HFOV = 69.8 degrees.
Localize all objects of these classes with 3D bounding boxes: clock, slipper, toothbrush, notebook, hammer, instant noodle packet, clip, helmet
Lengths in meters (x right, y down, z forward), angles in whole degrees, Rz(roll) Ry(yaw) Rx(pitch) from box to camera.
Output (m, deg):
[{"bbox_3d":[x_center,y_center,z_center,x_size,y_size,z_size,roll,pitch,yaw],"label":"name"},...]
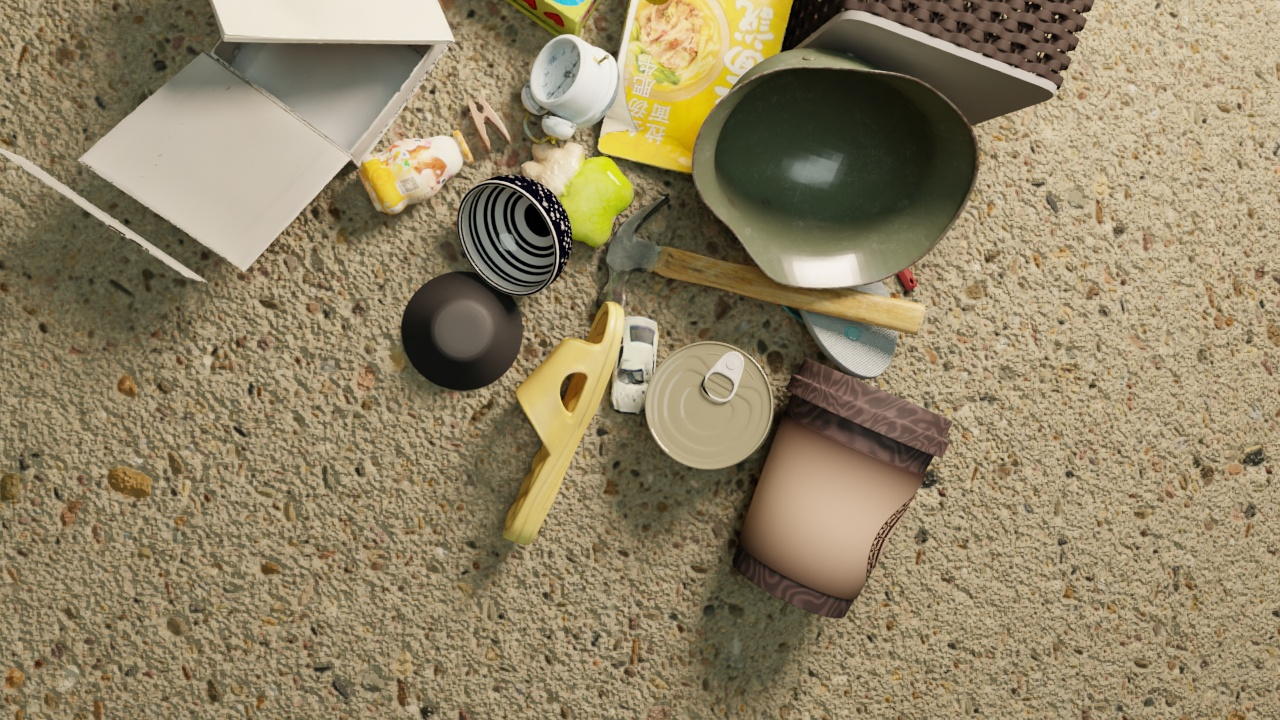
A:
[{"bbox_3d":[-0.076,-0.270,0.926,0.118,0.057,0.083,-49,57,19],"label":"clock"},{"bbox_3d":[0.186,-0.099,0.999,0.098,0.055,0.268,-34,86,-10],"label":"slipper"},{"bbox_3d":[0.259,-0.162,1.020,0.016,0.016,0.190,-32,97,-9],"label":"toothbrush"},{"bbox_3d":[-0.290,-0.351,0.837,0.208,0.012,0.153,-13,71,-34],"label":"notebook"},{"bbox_3d":[0.128,-0.082,0.954,0.330,0.033,0.132,14,87,5],"label":"hammer"},{"bbox_3d":[0.057,-0.307,0.956,0.163,0.084,0.221,12,97,-8],"label":"instant noodle packet"},{"bbox_3d":[-0.150,-0.247,0.942,0.045,0.025,0.061,-21,91,-8],"label":"clip"},{"bbox_3d":[-0.094,0.055,0.926,0.078,0.099,0.263,22,92,-8],"label":"slipper"},{"bbox_3d":[0.169,-0.208,0.892,0.267,0.153,0.228,12,129,-21],"label":"helmet"}]

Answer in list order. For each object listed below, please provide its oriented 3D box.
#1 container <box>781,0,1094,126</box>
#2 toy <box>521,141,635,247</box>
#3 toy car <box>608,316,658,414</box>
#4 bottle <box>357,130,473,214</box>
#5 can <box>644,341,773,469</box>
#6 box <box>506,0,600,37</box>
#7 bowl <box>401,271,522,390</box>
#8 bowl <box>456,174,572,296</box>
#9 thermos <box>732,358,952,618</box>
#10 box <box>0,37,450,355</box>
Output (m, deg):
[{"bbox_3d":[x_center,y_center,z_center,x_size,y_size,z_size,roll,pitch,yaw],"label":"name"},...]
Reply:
[{"bbox_3d":[0.296,-0.393,0.908,0.245,0.247,0.243,16,92,-10],"label":"container"},{"bbox_3d":[-0.069,-0.178,0.949,0.118,0.043,0.092,33,96,-2],"label":"toy"},{"bbox_3d":[-0.006,0.006,0.971,0.048,0.033,0.105,4,92,-12],"label":"toy car"},{"bbox_3d":[-0.222,-0.190,0.912,0.109,0.063,0.063,-26,96,-9],"label":"bottle"},{"bbox_3d":[0.074,0.049,0.944,0.128,0.073,0.127,-1,83,11],"label":"can"},{"bbox_3d":[-0.058,-0.450,0.929,0.124,0.079,0.221,31,89,-8],"label":"box"},{"bbox_3d":[-0.180,-0.030,0.929,0.124,0.052,0.124,0,92,-10],"label":"bowl"},{"bbox_3d":[-0.116,-0.132,0.919,0.120,0.120,0.066,54,41,-7],"label":"bowl"},{"bbox_3d":[0.198,0.133,0.948,0.172,0.172,0.226,23,94,-10],"label":"thermos"},{"bbox_3d":[-0.363,-0.208,0.856,0.166,0.108,0.417,35,73,-9],"label":"box"}]
